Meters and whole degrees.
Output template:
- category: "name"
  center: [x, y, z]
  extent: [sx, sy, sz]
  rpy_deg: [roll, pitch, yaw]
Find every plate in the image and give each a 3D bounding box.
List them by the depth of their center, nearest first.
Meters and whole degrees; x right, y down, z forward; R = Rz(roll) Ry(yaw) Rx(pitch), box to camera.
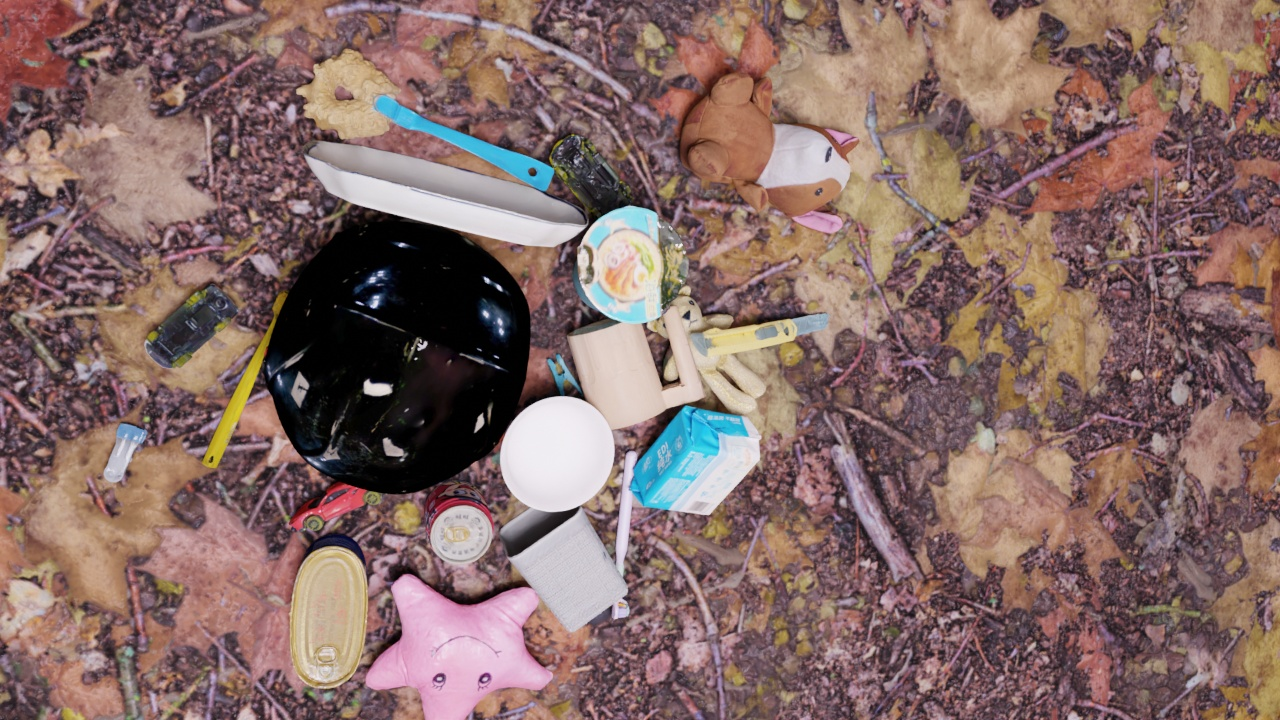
- category: "plate"
  center: [-0.181, -0.154, 0.865]
  extent: [0.265, 0.162, 0.034]
  rpy_deg: [12, 108, -17]

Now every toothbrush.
- category: "toothbrush"
  center: [-0.386, 0.018, 0.902]
  extent: [0.015, 0.016, 0.190]
  rpy_deg: [25, 91, -16]
- category: "toothbrush"
  center: [-0.017, 0.194, 1.023]
  extent: [0.021, 0.029, 0.189]
  rpy_deg: [6, 96, 22]

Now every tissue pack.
- category: "tissue pack"
  center: [0.057, 0.108, 0.979]
  extent: [0.090, 0.063, 0.140]
  rpy_deg: [12, 133, -27]

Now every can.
- category: "can"
  center: [-0.186, 0.164, 0.935]
  extent: [0.066, 0.094, 0.066]
  rpy_deg: [-2, 98, -15]
- category: "can"
  center: [-0.316, 0.254, 0.935]
  extent: [0.074, 0.049, 0.148]
  rpy_deg: [3, 97, -15]

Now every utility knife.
- category: "utility knife"
  center: [0.136, -0.030, 1.003]
  extent: [0.206, 0.021, 0.031]
  rpy_deg: [-11, 92, -40]

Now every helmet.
- category: "helmet"
  center: [-0.225, 0.010, 0.846]
  extent: [0.233, 0.230, 0.275]
  rpy_deg: [22, 111, -15]

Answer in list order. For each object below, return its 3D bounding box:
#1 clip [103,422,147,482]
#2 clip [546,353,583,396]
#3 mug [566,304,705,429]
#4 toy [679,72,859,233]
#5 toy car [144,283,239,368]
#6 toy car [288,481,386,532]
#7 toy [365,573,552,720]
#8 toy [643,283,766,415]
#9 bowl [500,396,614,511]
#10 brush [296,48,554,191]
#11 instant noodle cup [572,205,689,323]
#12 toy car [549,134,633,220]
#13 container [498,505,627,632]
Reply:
- category: "clip"
  center: [-0.497, 0.089, 0.883]
  extent: [0.025, 0.033, 0.057]
  rpy_deg: [22, 84, -19]
- category: "clip"
  center: [-0.083, 0.020, 0.985]
  extent: [0.040, 0.014, 0.056]
  rpy_deg: [-29, 103, -10]
- category: "mug"
  center: [-0.006, 0.006, 0.960]
  extent: [0.125, 0.084, 0.103]
  rpy_deg: [-16, 100, 8]
- category: "toy"
  center: [0.144, -0.218, 0.964]
  extent: [0.199, 0.131, 0.140]
  rpy_deg: [21, 85, -26]
- category: "toy car"
  center: [-0.428, -0.031, 0.875]
  extent: [0.090, 0.035, 0.042]
  rpy_deg: [-43, 104, -5]
- category: "toy car"
  center: [-0.303, 0.141, 0.924]
  extent: [0.106, 0.049, 0.031]
  rpy_deg: [-25, 102, -10]
- category: "toy"
  center: [-0.184, 0.317, 0.965]
  extent: [0.194, 0.074, 0.178]
  rpy_deg: [12, 94, -17]
- category: "toy"
  center: [0.074, -0.008, 0.995]
  extent: [0.105, 0.066, 0.157]
  rpy_deg: [-44, 99, -11]
- category: "bowl"
  center: [-0.092, 0.089, 0.942]
  extent: [0.118, 0.065, 0.118]
  rpy_deg: [-4, 101, -20]
- category: "brush"
  center: [-0.206, -0.226, 0.898]
  extent: [0.254, 0.046, 0.083]
  rpy_deg: [21, 88, -11]
- category: "instant noodle cup"
  center: [-0.022, -0.091, 0.928]
  extent: [0.111, 0.120, 0.111]
  rpy_deg: [0, 91, -15]
- category: "toy car"
  center: [-0.052, -0.187, 0.957]
  extent: [0.048, 0.032, 0.105]
  rpy_deg: [-46, 117, -5]
- category: "container"
  center: [-0.079, 0.213, 0.975]
  extent: [0.090, 0.090, 0.114]
  rpy_deg: [-34, 108, -8]
